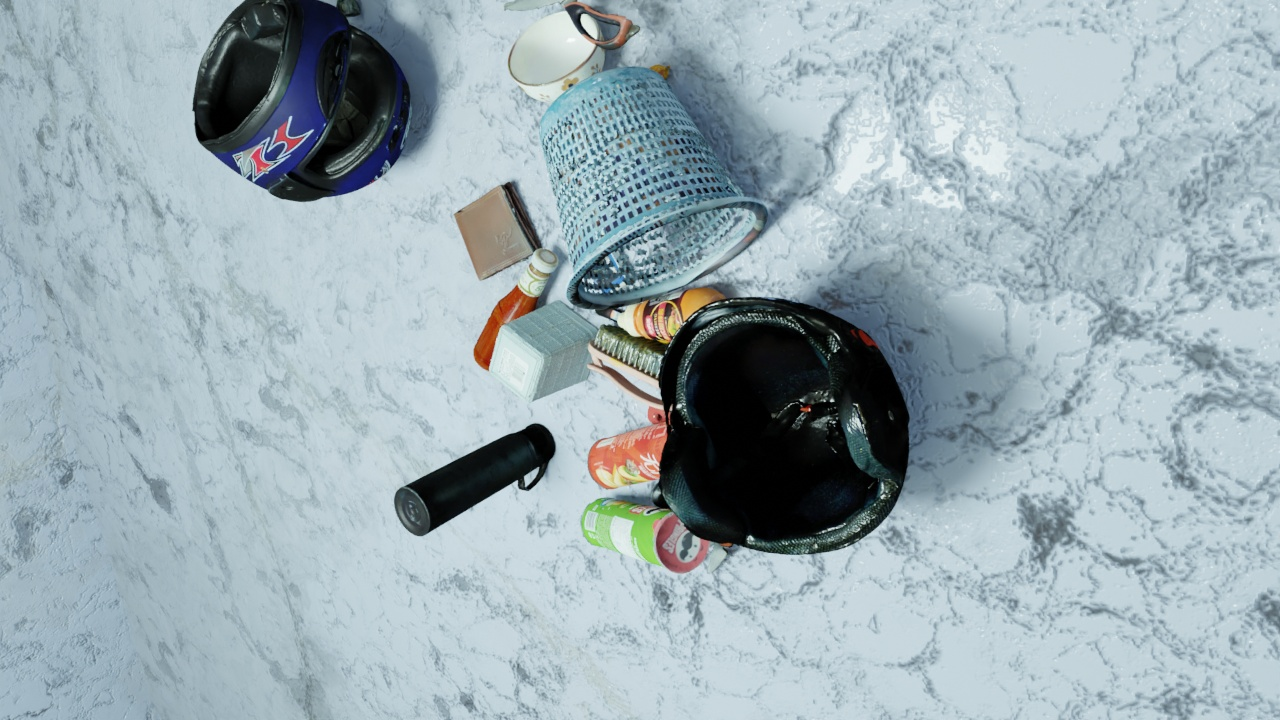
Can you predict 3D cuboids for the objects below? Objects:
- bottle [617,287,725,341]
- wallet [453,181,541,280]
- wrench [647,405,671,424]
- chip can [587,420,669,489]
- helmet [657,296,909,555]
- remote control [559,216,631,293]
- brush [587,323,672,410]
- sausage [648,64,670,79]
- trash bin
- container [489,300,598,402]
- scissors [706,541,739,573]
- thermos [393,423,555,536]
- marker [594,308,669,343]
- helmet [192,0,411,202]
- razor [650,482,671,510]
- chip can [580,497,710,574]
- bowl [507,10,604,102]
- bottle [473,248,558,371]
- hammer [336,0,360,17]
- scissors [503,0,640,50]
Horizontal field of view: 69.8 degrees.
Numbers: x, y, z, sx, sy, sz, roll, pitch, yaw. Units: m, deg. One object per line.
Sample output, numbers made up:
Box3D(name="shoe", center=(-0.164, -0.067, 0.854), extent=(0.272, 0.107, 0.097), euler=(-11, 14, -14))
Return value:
Box3D(name="bottle", center=(0.033, -0.050, 1.078), extent=(0.150, 0.066, 0.067), euler=(-1, 107, 40))
Box3D(name="wallet", center=(-0.196, -0.171, 1.235), extent=(0.125, 0.032, 0.101), euler=(-19, 98, 42))
Box3D(name="wrench", center=(0.119, 0.113, 1.107), extent=(0.274, 0.016, 0.056), euler=(22, 123, 30))
Box3D(name="chip can", center=(0.020, 0.112, 1.128), extent=(0.217, 0.073, 0.073), euler=(-20, 95, 50))
Box3D(name="helmet", center=(0.146, 0.057, 0.923), extent=(0.234, 0.229, 0.274), euler=(-27, 91, 27))
Box3D(name="remote control", center=(-0.055, -0.141, 1.138), extent=(0.049, 0.024, 0.125), euler=(-31, 86, 42))
Box3D(name="brush", center=(-0.007, 0.007, 1.133), extent=(0.146, 0.063, 0.073), euler=(24, 111, 30))
Box3D(name="sausage", center=(-0.028, -0.302, 1.054), extent=(0.166, 0.021, 0.021), euler=(-15, 98, 41))
Box3D(name="trash bin", center=(-0.006, -0.190, 0.974), extent=(0.227, 0.226, 0.195), euler=(-34, 73, 41))
Box3D(name="container", center=(-0.128, -0.010, 1.190), extent=(0.090, 0.111, 0.090), euler=(37, 126, 22))
Box3D(name="scissors", center=(0.115, 0.203, 1.110), extent=(0.221, 0.021, 0.229), euler=(2, 137, 24))
Box3D(name="thermos", center=(-0.213, 0.165, 1.241), extent=(0.069, 0.241, 0.090), euler=(-1, 106, 39))
Box3D(name="marker", center=(-0.008, -0.047, 1.146), extent=(0.124, 0.015, 0.018), euler=(23, 98, 32))
Box3D(name="helmet", center=(-0.420, -0.335, 1.201), extent=(0.316, 0.240, 0.247), euler=(3, 83, 46))
Box3D(name="razor", center=(0.085, 0.152, 1.120), extent=(0.168, 0.062, 0.067), euler=(-20, 61, 45))
Box3D(name="chip can", center=(-0.002, 0.213, 1.146), extent=(0.236, 0.072, 0.072), euler=(-8, 103, 65))
Box3D(name="bowl", center=(-0.089, -0.337, 1.049), extent=(0.113, 0.113, 0.062), euler=(23, 163, 30))
Box3D(name="bottle", center=(-0.165, -0.067, 1.233), extent=(0.060, 0.059, 0.207), euler=(47, 129, 14))
Box3D(name="hammer", center=(-0.298, -0.534, 1.169), extent=(0.324, 0.031, 0.126), euler=(2, 109, 38))
Box3D(name="scissors", center=(-0.067, -0.409, 1.016), extent=(0.227, 0.015, 0.188), euler=(-23, 68, 31))
